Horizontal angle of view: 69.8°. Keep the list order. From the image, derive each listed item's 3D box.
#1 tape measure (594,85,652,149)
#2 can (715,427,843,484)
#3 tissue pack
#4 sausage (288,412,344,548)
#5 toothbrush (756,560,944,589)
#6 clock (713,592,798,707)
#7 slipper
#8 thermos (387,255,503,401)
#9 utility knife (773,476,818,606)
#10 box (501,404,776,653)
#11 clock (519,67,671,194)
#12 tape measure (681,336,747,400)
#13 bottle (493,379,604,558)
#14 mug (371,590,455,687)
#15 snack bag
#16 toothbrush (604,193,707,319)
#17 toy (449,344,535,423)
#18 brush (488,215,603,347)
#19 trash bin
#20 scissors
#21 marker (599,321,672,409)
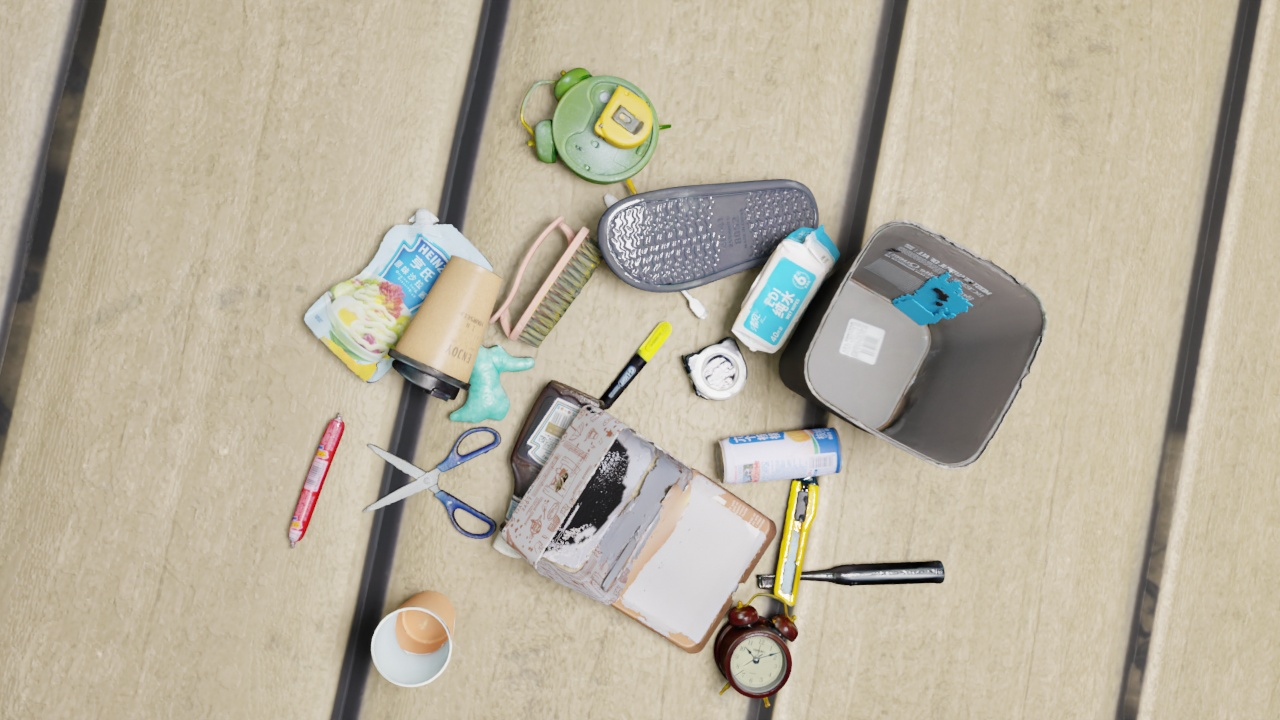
[{"bbox_3d":[-0.015,-0.256,0.979,0.057,0.029,0.060,31,87,-5],"label":"tape measure"},{"bbox_3d":[0.154,0.107,1.028,0.134,0.053,0.053,-5,89,-5],"label":"can"},{"bbox_3d":[0.156,-0.078,0.991,0.063,0.089,0.140,33,117,9],"label":"tissue pack"},{"bbox_3d":[-0.355,0.131,1.002,0.020,0.020,0.156,20,87,-4],"label":"sausage"},{"bbox_3d":[0.238,0.246,1.046,0.212,0.026,0.027,-2,70,-2],"label":"toothbrush"},{"bbox_3d":[0.129,0.317,1.020,0.082,0.055,0.122,16,90,-4],"label":"clock"},{"bbox_3d":[0.070,-0.142,1.023,0.267,0.083,0.111,-13,102,-22],"label":"slipper"},{"bbox_3d":[-0.202,-0.035,0.973,0.093,0.093,0.143,25,86,-4],"label":"thermos"},{"bbox_3d":[0.178,0.199,1.037,0.033,0.015,0.154,11,79,6],"label":"utility knife"},{"bbox_3d":[0.004,0.187,0.997,0.272,0.106,0.178,35,85,-26],"label":"box"},{"bbox_3d":[-0.055,-0.258,1.019,0.161,0.056,0.116,25,86,-4],"label":"clock"},{"bbox_3d":[0.087,0.013,1.036,0.065,0.033,0.066,-22,88,-3],"label":"tape measure"},{"bbox_3d":[-0.107,0.122,1.011,0.080,0.044,0.195,24,88,6],"label":"bottle"},{"bbox_3d":[-0.228,0.282,0.957,0.078,0.123,0.078,0,88,-4],"label":"mug"},{"bbox_3d":[-0.264,-0.074,1.007,0.110,0.039,0.191,45,84,0],"label":"snack bag"},{"bbox_3d":[0.017,-0.118,1.044,0.016,0.016,0.180,-39,90,-7],"label":"toothbrush"},{"bbox_3d":[-0.164,0.023,1.016,0.096,0.030,0.092,-2,91,-8],"label":"toy"},{"bbox_3d":[-0.103,-0.084,1.008,0.073,0.063,0.145,35,88,-7],"label":"brush"},{"bbox_3d":[0.260,-0.013,0.958,0.199,0.220,0.198,29,87,-3],"label":"trash bin"},{"bbox_3d":[-0.222,0.135,1.017,0.176,0.012,0.162,-37,92,-4],"label":"scissors"},{"bbox_3d":[-0.006,0.006,1.037,0.018,0.015,0.124,39,87,2],"label":"marker"}]
